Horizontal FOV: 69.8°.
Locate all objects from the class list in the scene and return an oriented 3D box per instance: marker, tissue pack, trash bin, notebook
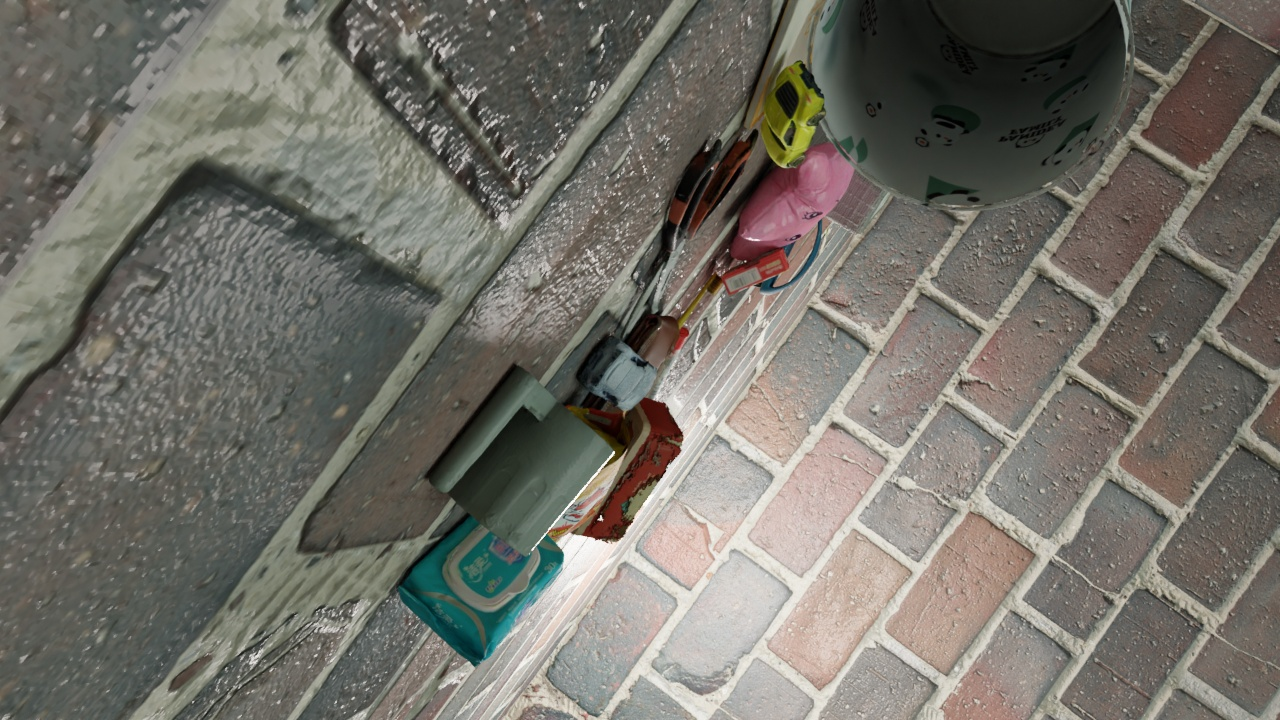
[{"bbox_3d":[0.031,0.010,1.171,0.017,0.017,0.146,-45,167,-42],"label":"marker"},{"bbox_3d":[-0.133,0.185,0.779,0.133,0.093,0.050,-45,171,-46],"label":"tissue pack"},{"bbox_3d":[0.287,-0.283,0.745,0.251,0.229,0.230,-53,172,-40],"label":"trash bin"},{"bbox_3d":[0.157,-0.294,0.743,0.205,0.010,0.146,-49,170,-27],"label":"notebook"}]

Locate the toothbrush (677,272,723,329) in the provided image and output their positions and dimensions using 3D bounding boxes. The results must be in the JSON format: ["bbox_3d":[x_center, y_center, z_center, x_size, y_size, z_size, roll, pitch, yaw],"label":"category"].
[{"bbox_3d":[0.038,-0.025,1.082,0.190,0.016,0.016,-53,169,-6],"label":"toothbrush"}]

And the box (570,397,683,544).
[{"bbox_3d":[-0.018,0.127,1.058,0.169,0.078,0.091,-58,-148,21],"label":"box"}]

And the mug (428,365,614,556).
[{"bbox_3d":[-0.091,0.073,0.676,0.103,0.084,0.124,-51,143,-9],"label":"mug"}]

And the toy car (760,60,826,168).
[{"bbox_3d":[0.117,-0.193,0.738,0.032,0.048,0.105,-23,163,-12],"label":"toy car"}]

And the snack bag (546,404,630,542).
[{"bbox_3d":[-0.070,0.127,0.903,0.128,0.073,0.208,-35,158,-32],"label":"snack bag"}]

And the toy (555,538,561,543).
[{"bbox_3d":[-0.103,0.203,1.163,0.100,0.031,0.096,-57,172,17],"label":"toy"}]

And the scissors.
[{"bbox_3d":[0.038,-0.111,0.793,0.226,0.015,0.189,-55,170,1],"label":"scissors"}]

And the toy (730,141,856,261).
[{"bbox_3d":[0.156,-0.167,0.991,0.178,0.074,0.195,-33,170,-35],"label":"toy"}]

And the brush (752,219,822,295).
[{"bbox_3d":[0.194,-0.150,1.194,0.144,0.073,0.055,-65,166,9],"label":"brush"}]

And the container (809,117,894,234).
[{"bbox_3d":[0.241,-0.220,1.083,0.090,0.114,0.090,-48,168,-28],"label":"container"}]

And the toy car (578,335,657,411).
[{"bbox_3d":[-0.017,0.016,0.859,0.054,0.037,0.120,-53,156,0],"label":"toy car"}]

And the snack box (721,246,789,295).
[{"bbox_3d":[0.139,-0.108,1.094,0.075,0.025,0.152,-22,-176,11],"label":"snack box"}]

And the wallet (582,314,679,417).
[{"bbox_3d":[-0.006,0.006,0.949,0.125,0.032,0.101,-57,167,10],"label":"wallet"}]

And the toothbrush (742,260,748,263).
[{"bbox_3d":[0.133,-0.140,1.154,0.017,0.012,0.185,-60,170,1],"label":"toothbrush"}]
